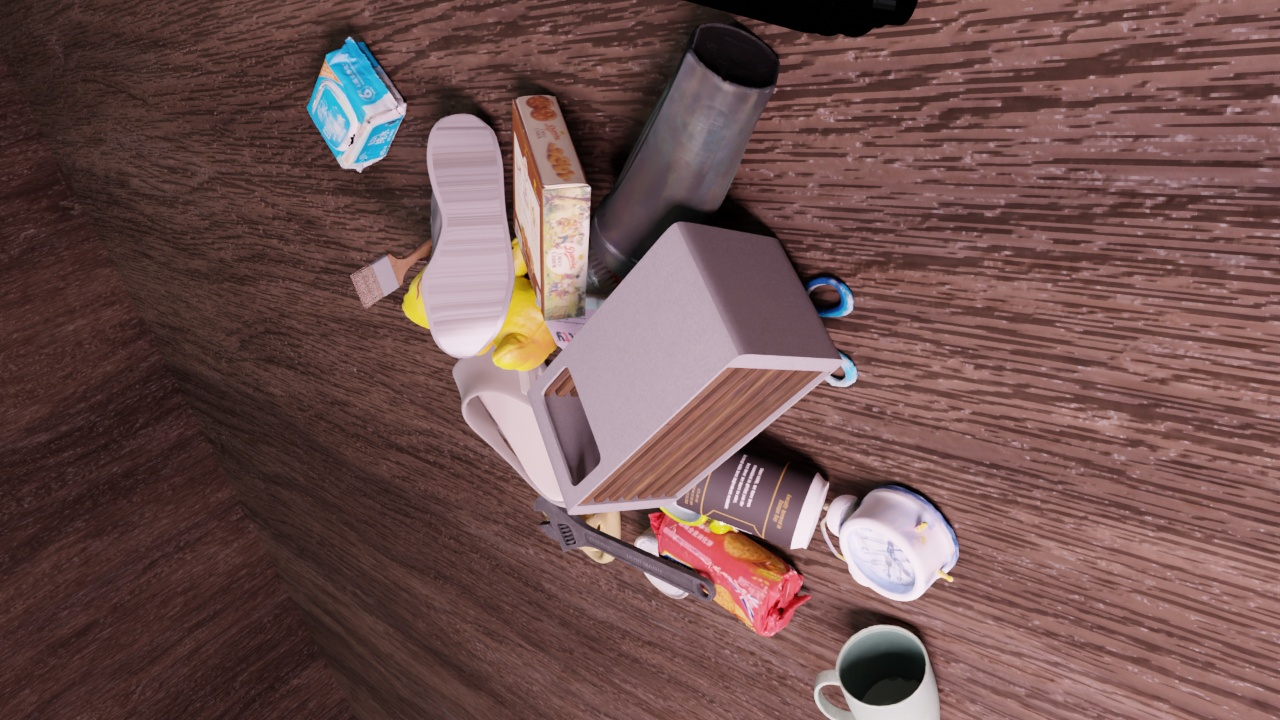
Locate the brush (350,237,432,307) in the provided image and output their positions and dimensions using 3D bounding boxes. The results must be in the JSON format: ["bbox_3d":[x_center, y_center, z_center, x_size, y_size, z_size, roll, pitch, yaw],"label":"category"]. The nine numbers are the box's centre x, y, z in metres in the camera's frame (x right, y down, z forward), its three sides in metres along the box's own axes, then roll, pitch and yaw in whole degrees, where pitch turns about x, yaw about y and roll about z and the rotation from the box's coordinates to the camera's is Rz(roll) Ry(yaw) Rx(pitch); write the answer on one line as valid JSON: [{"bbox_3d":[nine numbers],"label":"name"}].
[{"bbox_3d":[-0.253,-0.113,1.012,0.008,0.142,0.045,30,147,34],"label":"brush"}]

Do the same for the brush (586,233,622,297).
[{"bbox_3d":[-0.021,-0.043,0.892,0.041,0.030,0.172,-6,114,53],"label":"brush"}]

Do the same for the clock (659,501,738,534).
[{"bbox_3d":[0.062,0.124,0.910,0.119,0.056,0.083,23,134,30],"label":"clock"}]

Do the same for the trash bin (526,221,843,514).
[{"bbox_3d":[0.025,0.015,0.726,0.230,0.114,0.114,-46,55,38],"label":"trash bin"}]

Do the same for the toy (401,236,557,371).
[{"bbox_3d":[-0.158,-0.071,0.986,0.194,0.134,0.087,27,180,28],"label":"toy"}]

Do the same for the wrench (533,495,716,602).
[{"bbox_3d":[-0.026,0.200,0.982,0.274,0.018,0.073,14,121,43],"label":"wrench"}]

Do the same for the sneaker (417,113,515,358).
[{"bbox_3d":[-0.174,-0.120,0.923,0.089,0.099,0.236,176,95,-84],"label":"sneaker"}]

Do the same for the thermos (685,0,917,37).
[{"bbox_3d":[0.073,-0.251,0.552,0.199,0.085,0.086,29,138,32],"label":"thermos"}]

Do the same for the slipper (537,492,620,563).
[{"bbox_3d":[-0.085,0.155,1.096,0.111,0.079,0.262,34,140,33],"label":"slipper"}]

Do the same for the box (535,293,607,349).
[{"bbox_3d":[-0.005,0.005,0.875,0.202,0.037,0.153,7,131,34],"label":"box"}]

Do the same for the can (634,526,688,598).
[{"bbox_3d":[0.036,0.222,1.033,0.086,0.043,0.086,33,140,32],"label":"can"}]

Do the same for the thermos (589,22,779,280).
[{"bbox_3d":[0.029,-0.140,0.697,0.098,0.097,0.221,46,140,14],"label":"thermos"}]

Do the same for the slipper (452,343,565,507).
[{"bbox_3d":[-0.146,0.056,1.022,0.113,0.080,0.265,-52,60,28],"label":"slipper"}]

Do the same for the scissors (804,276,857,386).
[{"bbox_3d":[0.122,-0.040,0.739,0.140,0.013,0.118,37,143,28],"label":"scissors"}]

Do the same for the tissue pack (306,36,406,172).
[{"bbox_3d":[-0.320,-0.279,1.026,0.093,0.061,0.145,55,146,-1],"label":"tissue pack"}]

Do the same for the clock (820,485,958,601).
[{"bbox_3d":[0.203,0.153,0.769,0.126,0.051,0.089,-11,111,57],"label":"clock"}]

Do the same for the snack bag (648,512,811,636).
[{"bbox_3d":[0.087,0.210,0.935,0.176,0.082,0.082,31,139,33],"label":"snack bag"}]

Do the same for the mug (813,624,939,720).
[{"bbox_3d":[0.216,0.308,0.841,0.111,0.083,0.104,-9,126,22],"label":"mug"}]

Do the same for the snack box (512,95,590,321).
[{"bbox_3d":[-0.082,-0.136,0.819,0.147,0.041,0.143,97,160,-45],"label":"snack box"}]

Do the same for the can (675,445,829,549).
[{"bbox_3d":[0.096,0.116,0.820,0.129,0.071,0.072,19,135,17],"label":"can"}]
